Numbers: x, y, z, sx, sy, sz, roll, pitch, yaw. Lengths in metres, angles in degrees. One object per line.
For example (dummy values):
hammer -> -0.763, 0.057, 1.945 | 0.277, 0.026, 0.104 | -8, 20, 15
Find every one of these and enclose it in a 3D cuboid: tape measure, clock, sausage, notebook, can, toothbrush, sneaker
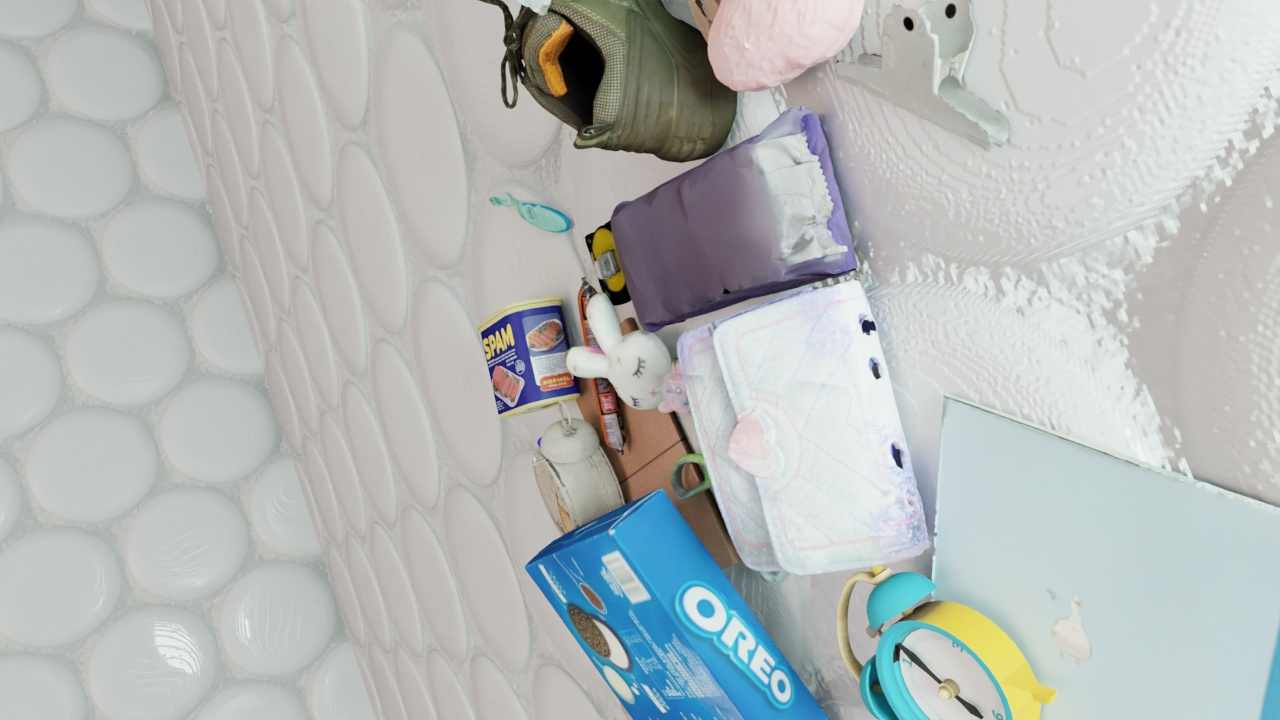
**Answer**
tape measure -> -0.015, -0.077, 0.698 | 0.061, 0.034, 0.061 | -26, 83, 58
clock -> -0.063, 0.101, 0.822 | 0.103, 0.061, 0.157 | 45, 149, 47
sausage -> -0.033, 0.006, 0.765 | 0.020, 0.020, 0.155 | 7, 111, 58
clock -> 0.161, 0.170, 0.505 | 0.130, 0.043, 0.099 | 26, 127, 45
notebook -> 0.217, 0.158, 0.454 | 0.181, 0.009, 0.254 | 26, 126, 53
can -> -0.104, 0.000, 0.851 | 0.116, 0.056, 0.092 | -21, 81, 62
toothbrush -> -0.101, -0.135, 0.828 | 0.135, 0.017, 0.022 | 29, 126, 51
notebook -> 0.005, 0.085, 0.772 | 0.209, 0.008, 0.142 | 66, 149, 12
sneaker -> -0.056, -0.212, 0.588 | 0.238, 0.142, 0.101 | 60, 148, 23

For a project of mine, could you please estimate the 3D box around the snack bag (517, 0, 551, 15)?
snack bag -> -0.027, -0.302, 0.479 | 0.078, 0.041, 0.225 | 156, 132, -71

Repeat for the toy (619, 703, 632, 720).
toy -> 0.011, 0.348, 0.851 | 0.085, 0.074, 0.106 | 122, 130, -69

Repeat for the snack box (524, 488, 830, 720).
snack box -> 0.026, 0.226, 0.705 | 0.239, 0.056, 0.196 | 54, 149, 1

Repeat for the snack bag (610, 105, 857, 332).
snack bag -> 0.043, -0.078, 0.575 | 0.206, 0.058, 0.096 | -15, 93, 59

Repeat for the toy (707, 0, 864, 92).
toy -> 0.072, -0.197, 0.478 | 0.108, 0.053, 0.105 | 0, 93, 62

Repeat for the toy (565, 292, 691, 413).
toy -> -0.004, 0.004, 0.695 | 0.123, 0.037, 0.079 | 29, 130, 23

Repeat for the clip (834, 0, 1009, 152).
clip -> 0.128, -0.139, 0.427 | 0.102, 0.045, 0.056 | 43, 151, 40

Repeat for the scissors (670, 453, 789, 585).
scissors -> 0.076, 0.080, 0.645 | 0.172, 0.023, 0.172 | -35, 72, 56

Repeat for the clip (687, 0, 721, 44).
clip -> 0.046, -0.207, 0.540 | 0.052, 0.026, 0.059 | 30, 130, 48

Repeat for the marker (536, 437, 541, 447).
marker -> -0.066, 0.139, 0.907 | 0.141, 0.020, 0.020 | 64, 149, 15

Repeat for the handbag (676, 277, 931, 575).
handbag -> 0.093, 0.042, 0.541 | 0.127, 0.069, 0.158 | -17, 88, 51
